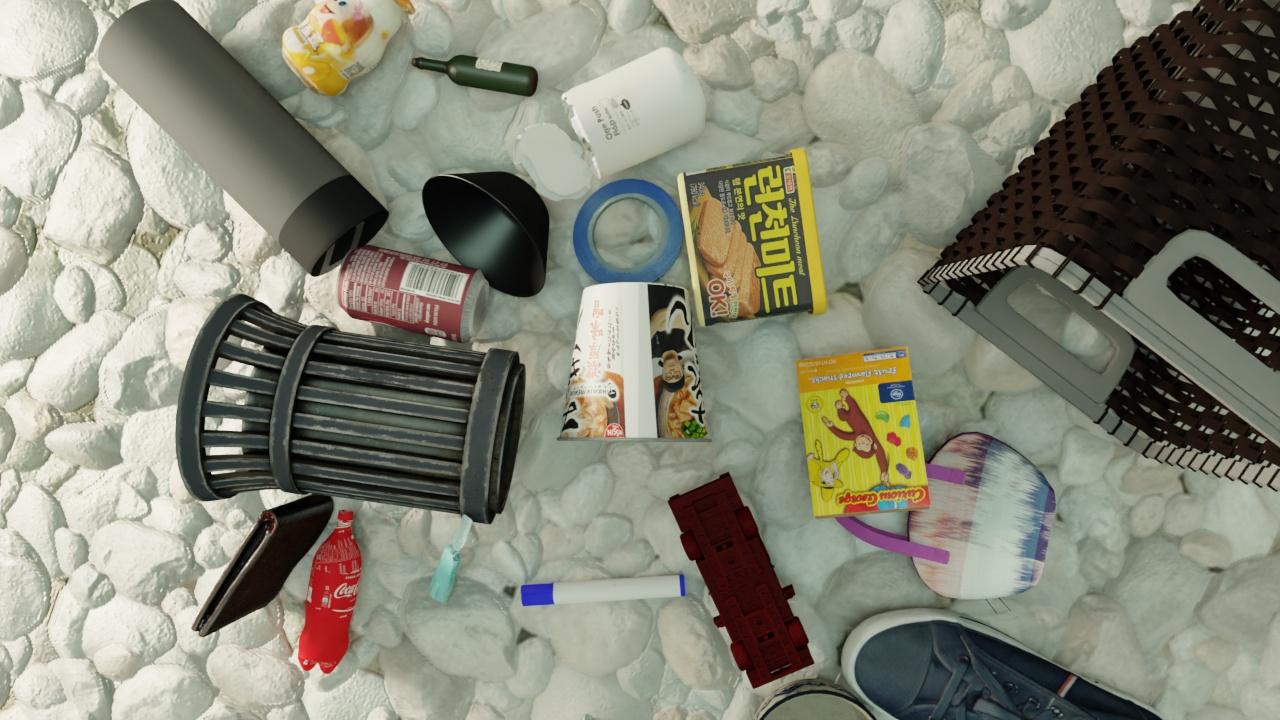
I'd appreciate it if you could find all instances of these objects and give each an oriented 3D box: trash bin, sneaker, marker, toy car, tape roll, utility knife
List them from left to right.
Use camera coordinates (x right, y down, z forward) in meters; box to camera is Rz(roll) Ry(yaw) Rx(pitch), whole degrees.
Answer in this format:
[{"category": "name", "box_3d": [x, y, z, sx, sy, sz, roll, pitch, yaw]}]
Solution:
[{"category": "trash bin", "box_3d": [-0.214, 0.045, 0.728, 0.227, 0.164, 0.164, 8, 95, -2]}, {"category": "utility knife", "box_3d": [-0.155, 0.163, 0.746, 0.022, 0.169, 0.015, 45, 54, 12]}, {"category": "marker", "box_3d": [-0.032, 0.199, 0.797, 0.141, 0.020, 0.020, -4, 94, 3]}, {"category": "tape roll", "box_3d": [-0.010, -0.106, 0.774, 0.091, 0.016, 0.093, 11, 95, 2]}, {"category": "toy car", "box_3d": [0.083, 0.180, 0.769, 0.070, 0.062, 0.170, -24, 93, 4]}, {"category": "sneaker", "box_3d": [0.307, 0.296, 0.738, 0.294, 0.127, 0.121, 20, 94, 3]}]

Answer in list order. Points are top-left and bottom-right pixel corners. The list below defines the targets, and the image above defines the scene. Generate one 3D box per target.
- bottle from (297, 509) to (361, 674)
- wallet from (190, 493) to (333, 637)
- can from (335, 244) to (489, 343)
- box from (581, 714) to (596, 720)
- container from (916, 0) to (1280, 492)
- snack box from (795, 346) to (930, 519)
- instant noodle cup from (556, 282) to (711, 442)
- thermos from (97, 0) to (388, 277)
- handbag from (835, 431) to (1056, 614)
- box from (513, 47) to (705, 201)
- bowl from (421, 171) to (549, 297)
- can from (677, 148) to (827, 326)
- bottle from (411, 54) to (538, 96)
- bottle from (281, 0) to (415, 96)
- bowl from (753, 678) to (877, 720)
[{"category": "bottle", "box_3d": [-0.267, 0.199, 0.797, 0.042, 0.042, 0.141, 11, 95, 2]}, {"category": "wallet", "box_3d": [-0.313, 0.169, 0.769, 0.031, 0.099, 0.120, 35, 95, 7]}, {"category": "can", "box_3d": [-0.188, -0.056, 0.763, 0.114, 0.063, 0.063, 13, 95, 2]}, {"category": "box", "box_3d": [0.012, 0.391, 0.750, 0.043, 0.136, 0.197, -43, 91, -1]}, {"category": "container", "box_3d": [0.396, -0.086, 0.646, 0.247, 0.245, 0.243, 37, 92, 0]}, {"category": "snack box", "box_3d": [0.178, 0.060, 0.740, 0.088, 0.040, 0.125, -8, 76, 13]}, {"category": "instant noodle cup", "box_3d": [-0.004, 0.004, 0.739, 0.123, 0.123, 0.121, 0, 85, 3]}, {"category": "thermos", "box_3d": [-0.321, -0.178, 0.751, 0.240, 0.082, 0.082, 45, 95, -1]}, {"category": "handbag", "box_3d": [0.243, 0.126, 0.762, 0.170, 0.068, 0.144, 11, 94, 8]}, {"category": "box", "box_3d": [-0.029, -0.185, 0.741, 0.161, 0.092, 0.081, -24, 95, -3]}, {"category": "bowl", "box_3d": [-0.112, -0.115, 0.748, 0.124, 0.124, 0.052, 39, 62, -1]}, {"category": "can", "box_3d": [0.089, -0.096, 0.744, 0.101, 0.072, 0.131, -8, 94, 6]}, {"category": "bottle", "box_3d": [-0.139, -0.241, 0.766, 0.106, 0.025, 0.025, 10, 95, 2]}, {"category": "bottle", "box_3d": [-0.237, -0.268, 0.750, 0.109, 0.063, 0.063, -37, 92, 5]}, {"category": "bowl", "box_3d": [0.147, 0.323, 0.778, 0.115, 0.059, 0.115, 0, 94, 3]}]
